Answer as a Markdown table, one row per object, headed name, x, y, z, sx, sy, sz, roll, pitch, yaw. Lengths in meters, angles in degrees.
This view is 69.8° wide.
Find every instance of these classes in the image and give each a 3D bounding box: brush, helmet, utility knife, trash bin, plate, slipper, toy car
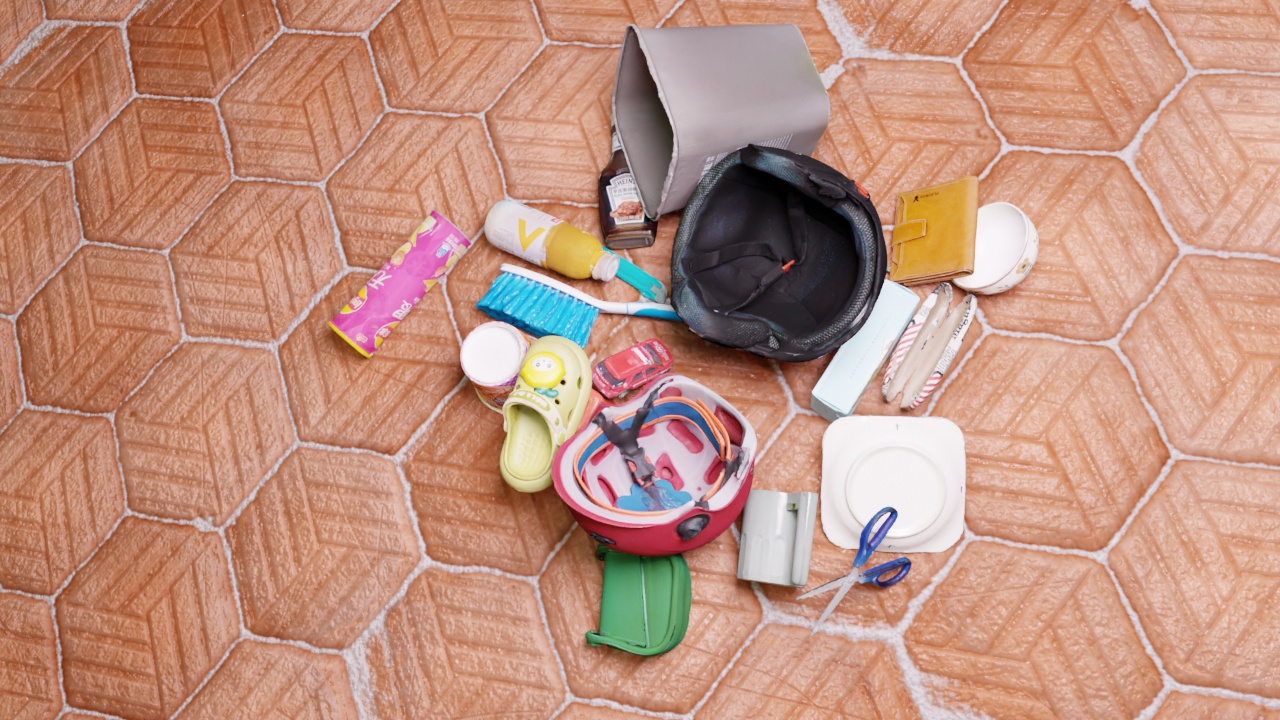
| name | x | y | z | sx | sy | sz | roll | pitch | yaw |
| --- | --- | --- | --- | --- | --- | --- | --- | --- | --- |
| brush | -0.057 | -0.060 | 1.200 | 0.315 | 0.060 | 0.109 | 22 | 75 | 12 |
| helmet | 0.172 | -0.121 | 1.078 | 0.275 | 0.229 | 0.234 | 38 | 113 | 25 |
| utility knife | -0.052 | -0.140 | 1.239 | 0.221 | 0.013 | 0.029 | 33 | 81 | 17 |
| trash bin | 0.098 | -0.310 | 1.159 | 0.219 | 0.199 | 0.198 | -13 | 72 | -14 |
| helmet | 0.019 | 0.144 | 1.059 | 0.239 | 0.144 | 0.207 | -27 | 44 | -23 |
| plate | 0.292 | 0.146 | 1.058 | 0.164 | 0.034 | 0.163 | -1 | 98 | 9 |
| slipper | -0.116 | 0.060 | 1.073 | 0.092 | 0.081 | 0.190 | 12 | 80 | 10 |
| toy car | -0.007 | 0.007 | 1.147 | 0.120 | 0.045 | 0.053 | -25 | 69 | -41 |

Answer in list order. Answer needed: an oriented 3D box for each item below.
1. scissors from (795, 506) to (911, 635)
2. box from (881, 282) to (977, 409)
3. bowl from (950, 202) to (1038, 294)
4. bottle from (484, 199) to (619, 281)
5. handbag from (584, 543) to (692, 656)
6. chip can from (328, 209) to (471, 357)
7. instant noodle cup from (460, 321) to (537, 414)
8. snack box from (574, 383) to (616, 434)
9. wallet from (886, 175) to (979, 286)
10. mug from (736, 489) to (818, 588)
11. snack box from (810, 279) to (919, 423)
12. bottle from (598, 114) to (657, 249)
| name | x | y | z | sx | sy | sz | roll | pitch | yaw |
| --- | --- | --- | --- | --- | --- | --- | --- | --- | --- |
| scissors | 0.245 | 0.236 | 1.025 | 0.012 | 0.162 | 0.176 | 39 | 111 | 50 |
| box | 0.358 | -0.010 | 1.108 | 0.081 | 0.075 | 0.163 | 26 | 78 | 26 |
| bowl | 0.437 | -0.129 | 1.119 | 0.114 | 0.062 | 0.113 | -33 | 46 | 43 |
| bottle | -0.117 | -0.155 | 1.221 | 0.190 | 0.068 | 0.068 | 24 | 79 | 19 |
| handbag | -0.002 | 0.279 | 1.087 | 0.120 | 0.068 | 0.131 | 1 | 75 | 17 |
| chip can | -0.325 | -0.105 | 1.244 | 0.071 | 0.071 | 0.210 | 39 | 83 | 17 |
| instant noodle cup | -0.175 | 0.004 | 1.174 | 0.111 | 0.099 | 0.111 | -2 | 73 | 7 |
| snack box | -0.083 | 0.059 | 1.152 | 0.091 | 0.080 | 0.082 | 28 | 80 | 16 |
| wallet | 0.363 | -0.159 | 1.150 | 0.119 | 0.035 | 0.130 | -6 | 66 | 37 |
| mug | 0.163 | 0.204 | 1.049 | 0.083 | 0.124 | 0.103 | 12 | 77 | -14 |
| snack box | 0.272 | -0.008 | 1.115 | 0.051 | 0.074 | 0.174 | 32 | 82 | 17 |
| bottle | -0.018 | -0.248 | 1.250 | 0.080 | 0.044 | 0.194 | -4 | 72 | 4 |
